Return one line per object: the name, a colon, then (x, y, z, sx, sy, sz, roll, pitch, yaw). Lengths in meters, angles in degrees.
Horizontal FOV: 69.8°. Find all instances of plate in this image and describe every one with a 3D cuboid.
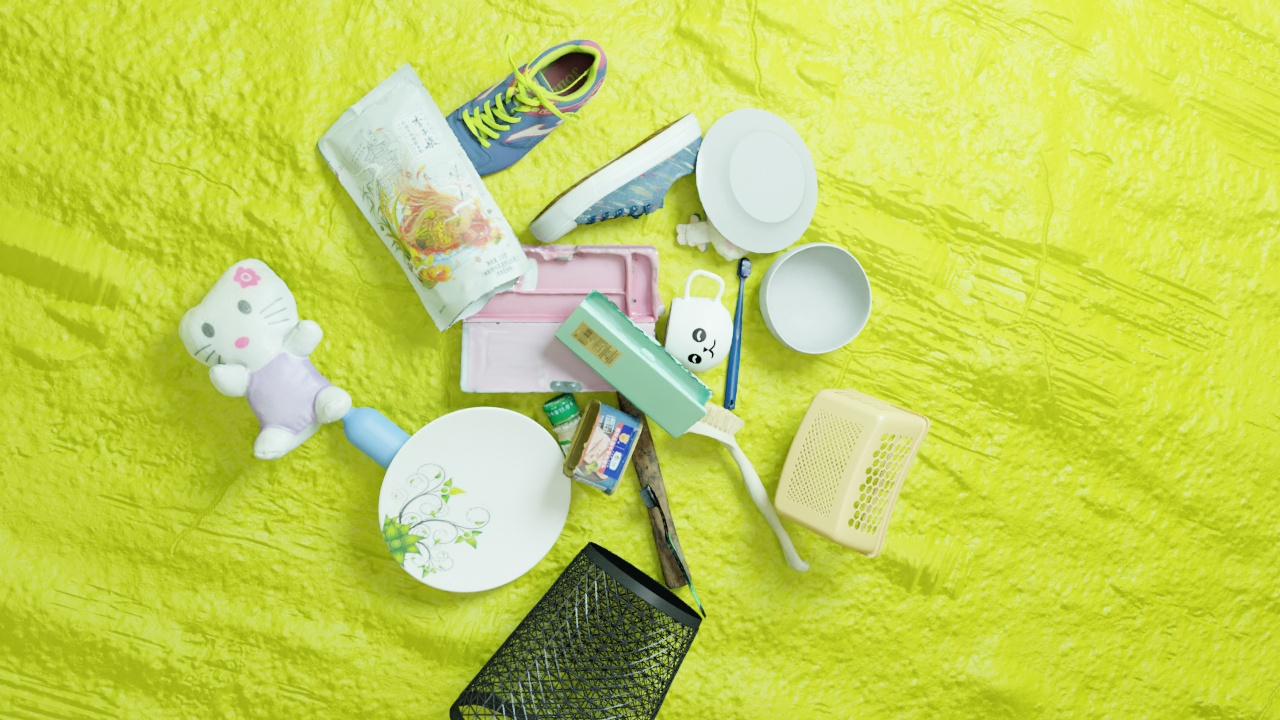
plate: (0.146, -0.216, 1.087, 0.172, 0.019, 0.172, 1, 87, -27)
plate: (-0.196, 0.164, 1.096, 0.229, 0.030, 0.229, -5, 104, -22)

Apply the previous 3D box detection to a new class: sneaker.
sneaker: (-0.017, -0.196, 1.068, 0.235, 0.087, 0.079, -34, 105, -6)
sneaker: (-0.146, -0.288, 1.033, 0.242, 0.091, 0.116, -34, 102, -2)

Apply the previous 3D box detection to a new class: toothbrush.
toothbrush: (0.041, 0.237, 1.130, 0.017, 0.014, 0.188, -21, 99, 13)
toothbrush: (0.120, -0.032, 1.136, 0.016, 0.017, 0.190, 5, 96, -8)

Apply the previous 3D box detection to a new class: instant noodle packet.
instant noodle packet: (-0.242, -0.178, 1.017, 0.147, 0.057, 0.269, -34, 87, 12)

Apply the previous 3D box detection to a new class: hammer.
hammer: (-0.001, 0.128, 1.133, 0.120, 0.033, 0.330, -15, 99, -2)

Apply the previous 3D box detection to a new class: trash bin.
trash bin: (-0.062, 0.359, 1.067, 0.217, 0.217, 0.243, 35, 84, -10)

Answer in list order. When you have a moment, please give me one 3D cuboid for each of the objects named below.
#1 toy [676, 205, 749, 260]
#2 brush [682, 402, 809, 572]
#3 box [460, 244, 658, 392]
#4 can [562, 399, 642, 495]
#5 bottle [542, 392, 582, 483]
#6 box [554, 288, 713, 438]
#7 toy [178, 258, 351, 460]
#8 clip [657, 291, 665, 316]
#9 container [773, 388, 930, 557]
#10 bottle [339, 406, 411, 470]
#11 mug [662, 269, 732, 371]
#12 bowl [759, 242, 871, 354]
toy: (0.103, -0.164, 1.105, 0.112, 0.050, 0.087, -19, 98, -18)
brush: (0.138, 0.158, 1.146, 0.077, 0.062, 0.272, -34, 104, 1)
box: (-0.095, -0.050, 1.077, 0.233, 0.055, 0.180, 1, 95, -3)
can: (-0.045, 0.101, 1.072, 0.059, 0.054, 0.099, 23, 85, -19)
bottle: (-0.078, 0.094, 1.110, 0.042, 0.042, 0.110, -26, 101, -5)
box: (-0.007, 0.008, 1.024, 0.189, 0.079, 0.077, 42, 94, -7)
toy: (-0.412, -0.004, 1.019, 0.137, 0.085, 0.209, -34, 86, -1)
clip: (0.013, -0.081, 1.116, 0.022, 0.035, 0.057, -23, 104, -9)
container: (0.262, 0.134, 1.128, 0.166, 0.129, 0.183, 16, 95, -51)
bottle: (-0.315, 0.084, 1.073, 0.131, 0.048, 0.048, 40, 90, -10)
mug: (0.072, -0.047, 1.086, 0.076, 0.090, 0.124, 10, 113, -1)
bowl: (0.208, -0.076, 1.119, 0.131, 0.064, 0.132, -1, 96, -8)
